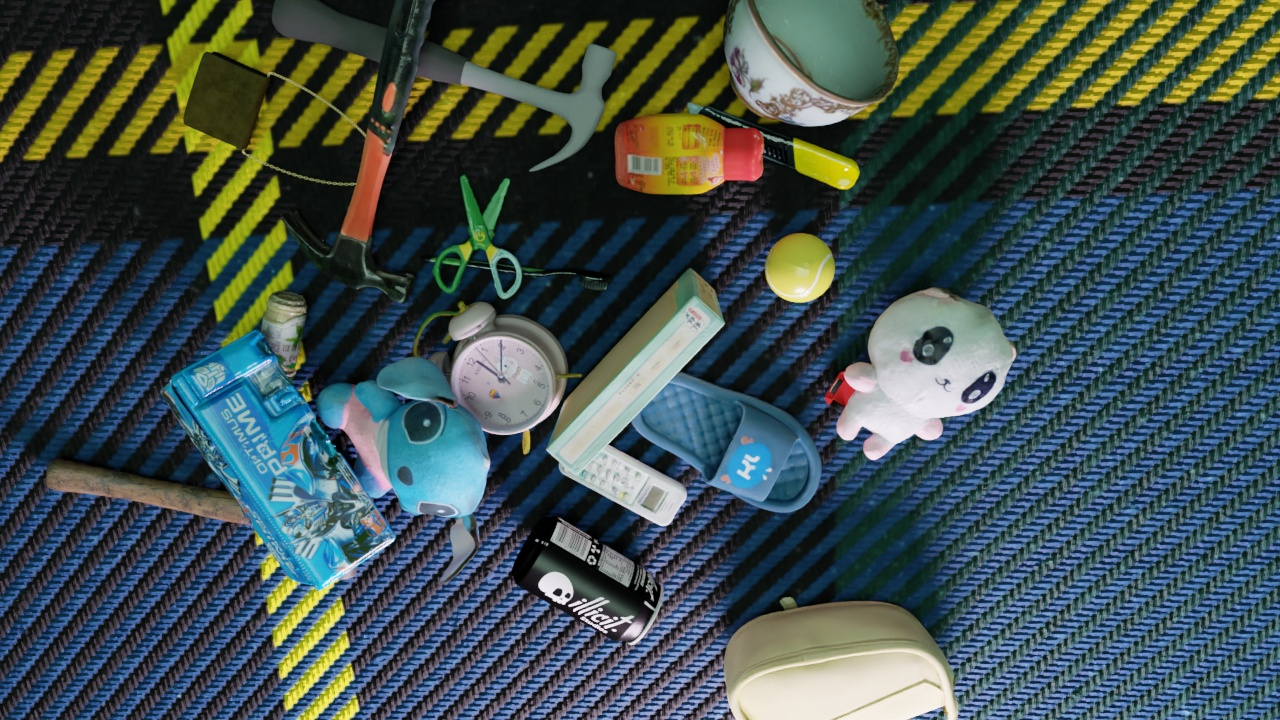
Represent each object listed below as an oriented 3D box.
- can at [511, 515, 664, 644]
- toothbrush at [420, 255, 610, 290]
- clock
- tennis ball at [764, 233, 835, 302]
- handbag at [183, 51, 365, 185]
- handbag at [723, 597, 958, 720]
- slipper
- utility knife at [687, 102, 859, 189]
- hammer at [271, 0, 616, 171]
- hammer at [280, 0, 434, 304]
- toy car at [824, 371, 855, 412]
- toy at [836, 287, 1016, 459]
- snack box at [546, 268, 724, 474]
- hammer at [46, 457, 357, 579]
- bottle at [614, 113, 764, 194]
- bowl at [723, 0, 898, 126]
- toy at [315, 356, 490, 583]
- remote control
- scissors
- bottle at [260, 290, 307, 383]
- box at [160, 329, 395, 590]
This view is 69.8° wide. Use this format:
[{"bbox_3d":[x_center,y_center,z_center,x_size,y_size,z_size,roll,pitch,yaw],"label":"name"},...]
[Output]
[{"bbox_3d":[-0.055,0.229,0.955,0.146,0.080,0.080,32,104,-8],"label":"can"},{"bbox_3d":[-0.123,-0.087,0.902,0.188,0.014,0.017,7,122,0],"label":"toothbrush"},{"bbox_3d":[-0.148,0.007,0.905,0.158,0.058,0.117,33,104,-7],"label":"clock"},{"bbox_3d":[0.151,-0.088,0.869,0.065,0.065,0.065,0,106,1],"label":"tennis ball"},{"bbox_3d":[-0.331,-0.219,0.867,0.178,0.027,0.084,23,107,-11],"label":"handbag"},{"bbox_3d":[0.214,0.344,0.987,0.233,0.088,0.191,-22,110,5],"label":"handbag"},{"bbox_3d":[0.089,0.079,0.923,0.213,0.059,0.104,30,102,-6],"label":"slipper"},{"bbox_3d":[0.123,-0.203,0.860,0.174,0.020,0.029,21,120,-5],"label":"utility knife"},{"bbox_3d":[-0.185,-0.269,0.844,0.311,0.029,0.125,17,105,-3],"label":"hammer"},{"bbox_3d":[-0.232,-0.220,0.834,0.133,0.033,0.334,22,113,-4],"label":"hammer"},{"bbox_3d":[0.231,0.046,0.927,0.089,0.025,0.038,31,99,-5],"label":"toy car"},{"bbox_3d":[0.262,0.015,0.874,0.139,0.101,0.180,37,98,-16],"label":"toy"},{"bbox_3d":[-0.005,0.005,0.859,0.044,0.141,0.194,42,102,-9],"label":"snack box"},{"bbox_3d":[-0.455,0.142,0.967,0.330,0.033,0.120,12,102,-2],"label":"hammer"},{"bbox_3d":[0.046,-0.189,0.842,0.134,0.048,0.071,2,110,9],"label":"bottle"},{"bbox_3d":[0.132,-0.265,0.794,0.160,0.159,0.094,41,144,-10],"label":"bowl"},{"bbox_3d":[-0.222,0.097,0.889,0.192,0.098,0.224,7,119,37],"label":"toy"},{"bbox_3d":[-0.018,0.122,0.954,0.133,0.022,0.050,29,104,-7],"label":"remote control"},{"bbox_3d":[-0.146,-0.117,0.886,0.112,0.012,0.131,27,95,-1],"label":"scissors"},{"bbox_3d":[-0.360,-0.013,0.914,0.042,0.042,0.110,16,104,-4],"label":"bottle"},{"bbox_3d":[-0.362,0.103,0.909,0.114,0.114,0.243,-34,102,-19],"label":"box"}]
